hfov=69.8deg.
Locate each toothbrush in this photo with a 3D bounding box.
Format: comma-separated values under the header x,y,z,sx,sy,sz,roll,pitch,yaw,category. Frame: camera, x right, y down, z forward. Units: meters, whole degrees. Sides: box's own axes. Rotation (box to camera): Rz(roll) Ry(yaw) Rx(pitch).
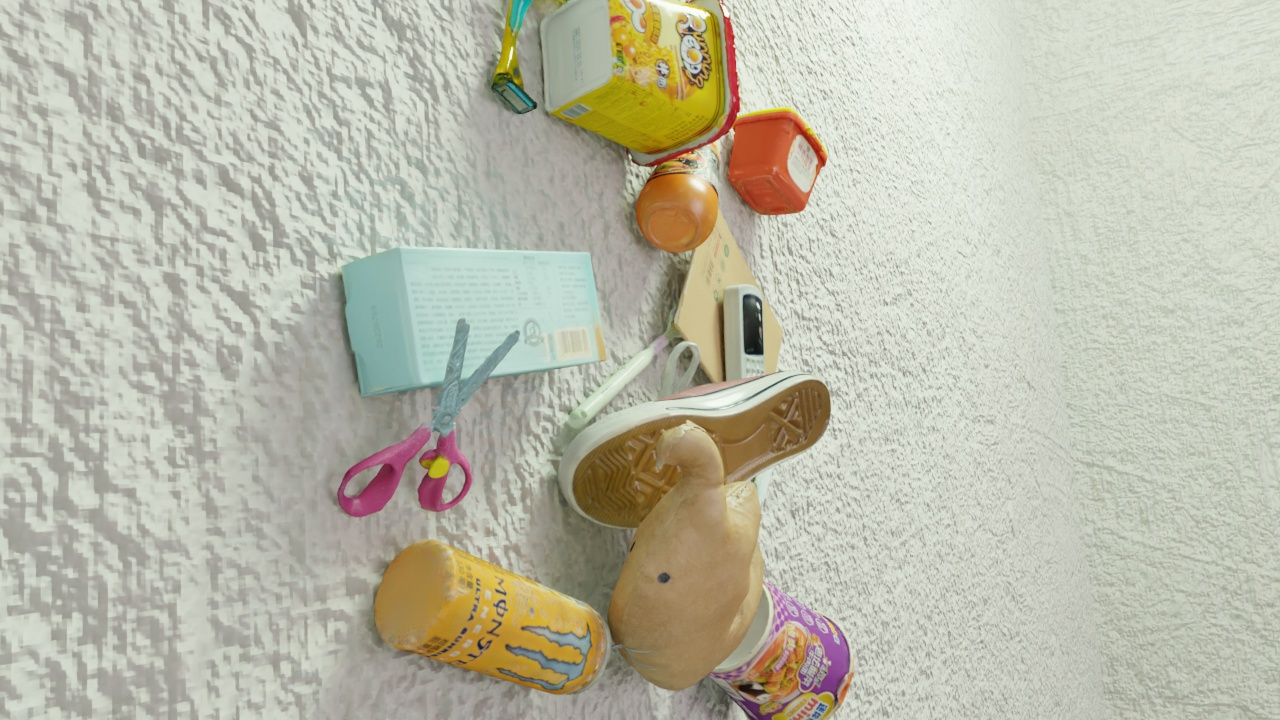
x,y,z,sx,sy,sz,roll,pitch,yaw,category
-0.004,0.004,0.708,0.029,0.020,0.189,50,38,-1,toothbrush

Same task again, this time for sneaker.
x,y,z,sx,sy,sz,roll,pitch,yaw,category
0.034,0.056,0.694,0.240,0.088,0.118,-17,110,-32,sneaker

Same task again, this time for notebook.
x,y,z,sx,sy,sz,roll,pitch,yaw,category
0.086,-0.029,0.840,0.208,0.008,0.147,54,41,-45,notebook

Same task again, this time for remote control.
x,y,z,sx,sy,sz,roll,pitch,yaw,category
0.095,0.007,0.818,0.058,0.021,0.150,5,83,-61,remote control

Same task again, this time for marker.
x,y,z,sx,sy,sz,roll,pitch,yaw,category
0.107,0.128,0.849,0.017,0.017,0.145,56,41,-33,marker

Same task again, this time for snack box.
x,y,z,sx,sy,sz,roll,pitch,yaw,category
0.135,-0.195,0.911,0.091,0.082,0.080,36,64,-46,snack box
-0.093,-0.026,0.553,0.174,0.052,0.074,-8,88,-57,snack box

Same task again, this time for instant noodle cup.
x,y,z,sx,sy,sz,roll,pitch,yaw,category
0.099,0.230,0.738,0.099,0.112,0.111,44,47,-31,instant noodle cup
-0.003,-0.218,0.689,0.123,0.116,0.116,3,81,-44,instant noodle cup

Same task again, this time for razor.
x,y,z,sx,sy,sz,roll,pitch,yaw,category
-0.077,-0.239,0.631,0.043,0.028,0.132,25,76,-65,razor

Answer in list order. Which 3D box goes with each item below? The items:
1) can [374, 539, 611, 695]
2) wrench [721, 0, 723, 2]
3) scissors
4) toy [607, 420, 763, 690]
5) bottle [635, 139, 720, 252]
x,y,z,sx,sy,sz,roll,pitch,yaw,category
-0.080,0.150,0.525,0.146,0.058,0.058,38,52,-45,can
0.045,-0.309,0.858,0.056,0.016,0.272,49,45,-39,wrench
-0.113,0.034,0.483,0.107,0.017,0.136,-11,131,-39,scissors
0.031,0.137,0.606,0.143,0.082,0.226,-54,153,-28,toy
0.040,-0.155,0.778,0.067,0.067,0.149,56,34,-33,bottle
